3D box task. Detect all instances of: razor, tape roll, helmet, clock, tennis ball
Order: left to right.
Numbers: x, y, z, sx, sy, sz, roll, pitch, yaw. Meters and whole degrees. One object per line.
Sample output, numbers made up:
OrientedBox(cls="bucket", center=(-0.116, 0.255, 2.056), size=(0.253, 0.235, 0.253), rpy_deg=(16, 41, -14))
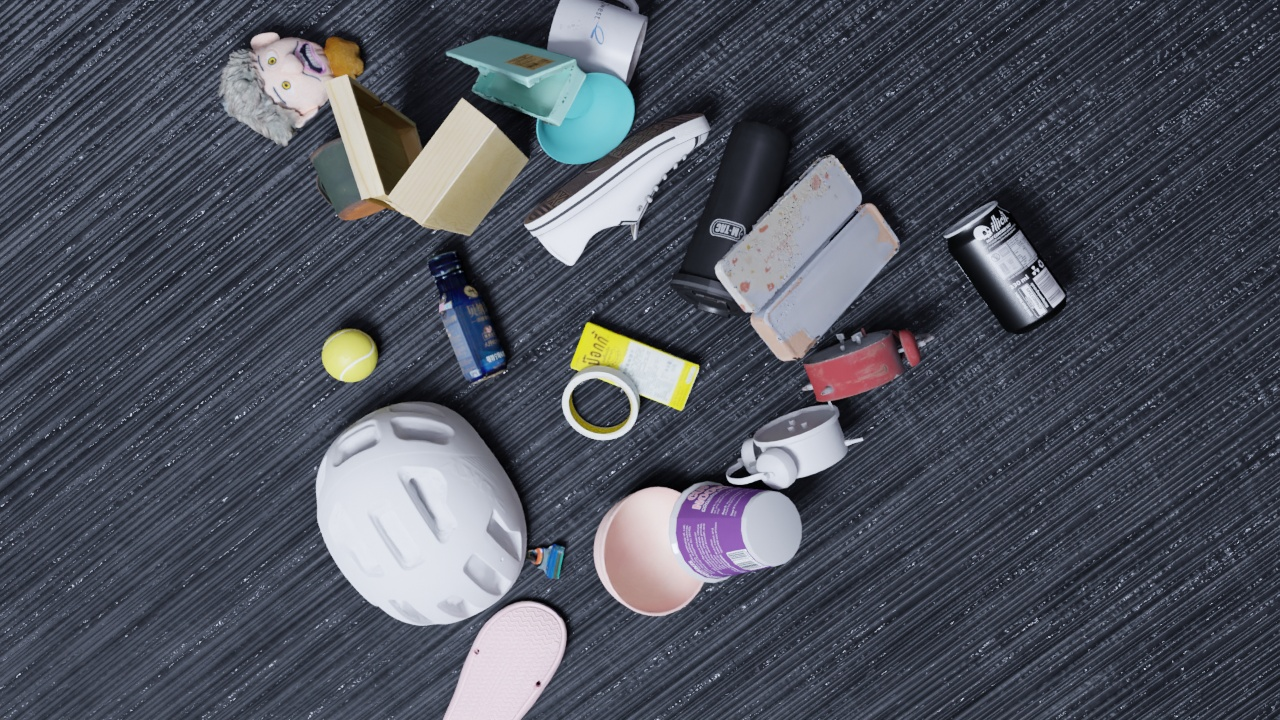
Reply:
OrientedBox(cls="tennis ball", center=(-0.354, -0.006, 1.119), size=(0.065, 0.065, 0.065), rpy_deg=(0, 94, 1))
OrientedBox(cls="helmet", center=(-0.266, 0.196, 1.107), size=(0.224, 0.183, 0.282), rpy_deg=(-22, 109, 8))
OrientedBox(cls="razor", center=(-0.166, 0.239, 1.157), size=(0.141, 0.018, 0.044), rpy_deg=(12, 91, 4))
OrientedBox(cls="tape roll", center=(-0.048, 0.052, 1.122), size=(0.094, 0.019, 0.094), rpy_deg=(4, 115, 8))
OrientedBox(cls="clock", center=(0.174, 0.103, 1.090), size=(0.159, 0.120, 0.061), rpy_deg=(-23, 99, -8))
OrientedBox(cls="clock", center=(0.267, -0.008, 1.081), size=(0.156, 0.110, 0.062), rpy_deg=(-21, 94, -4))

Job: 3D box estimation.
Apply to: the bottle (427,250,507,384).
OrientedBox(cls="bottle", center=(-0.213, -0.053, 1.116), size=(0.056, 0.056, 0.161), rpy_deg=(-21, 93, 3))

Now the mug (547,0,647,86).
OrientedBox(cls="mug", center=(-0.045, -0.391, 1.080), size=(0.096, 0.083, 0.119), rpy_deg=(19, 67, 0))

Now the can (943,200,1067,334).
OrientedBox(cls="can", center=(0.430, -0.108, 1.082), size=(0.080, 0.080, 0.146), rpy_deg=(-36, 93, 4))

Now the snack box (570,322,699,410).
OrientedBox(cls="snack box", center=(-0.007, 0.007, 1.130), size=(0.149, 0.025, 0.061), rpy_deg=(21, 95, 0))

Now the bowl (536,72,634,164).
OrientedBox(cls="bowl", center=(-0.072, -0.296, 1.086), size=(0.121, 0.121, 0.046), rpy_deg=(-30, 53, 3))

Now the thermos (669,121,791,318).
OrientedBox(cls="thermos", center=(0.113, -0.164, 1.081), size=(0.106, 0.106, 0.218), rpy_deg=(17, 90, 0))

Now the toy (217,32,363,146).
OrientedBox(cls="toy", center=(-0.415, -0.334, 1.094), size=(0.176, 0.076, 0.132), rpy_deg=(-27, 94, -4))

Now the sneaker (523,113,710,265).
OrientedBox(cls="sneaker", center=(-0.012, -0.197, 1.091), size=(0.245, 0.091, 0.097), rpy_deg=(-36, 112, 0))

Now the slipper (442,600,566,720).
OrientedBox(cls="slipper", center=(-0.177, 0.403, 1.151), size=(0.107, 0.056, 0.221), rpy_deg=(30, 85, 1))

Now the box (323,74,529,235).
OrientedBox(cls="box", center=(-0.231, -0.214, 1.009), size=(0.184, 0.248, 0.142), rpy_deg=(17, 94, 0))

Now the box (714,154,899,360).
OrientedBox(cls="box", center=(0.194, -0.120, 1.058), size=(0.216, 0.043, 0.151), rpy_deg=(-45, 101, -19))

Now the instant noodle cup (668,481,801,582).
OrientedBox(cls="instant noodle cup", center=(0.123, 0.200, 1.072), size=(0.136, 0.122, 0.121), rpy_deg=(23, 68, -26))

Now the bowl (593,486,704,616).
OrientedBox(cls="bowl", center=(0.003, 0.230, 1.110), size=(0.152, 0.076, 0.153), rpy_deg=(7, 76, -30))

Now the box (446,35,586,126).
OrientedBox(cls="box", center=(-0.148, -0.331, 1.027), size=(0.080, 0.189, 0.077), rpy_deg=(26, 96, -44))

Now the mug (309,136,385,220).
OrientedBox(cls="mug", center=(-0.347, -0.215, 1.101), size=(0.111, 0.084, 0.081), rpy_deg=(-21, 96, 34))
